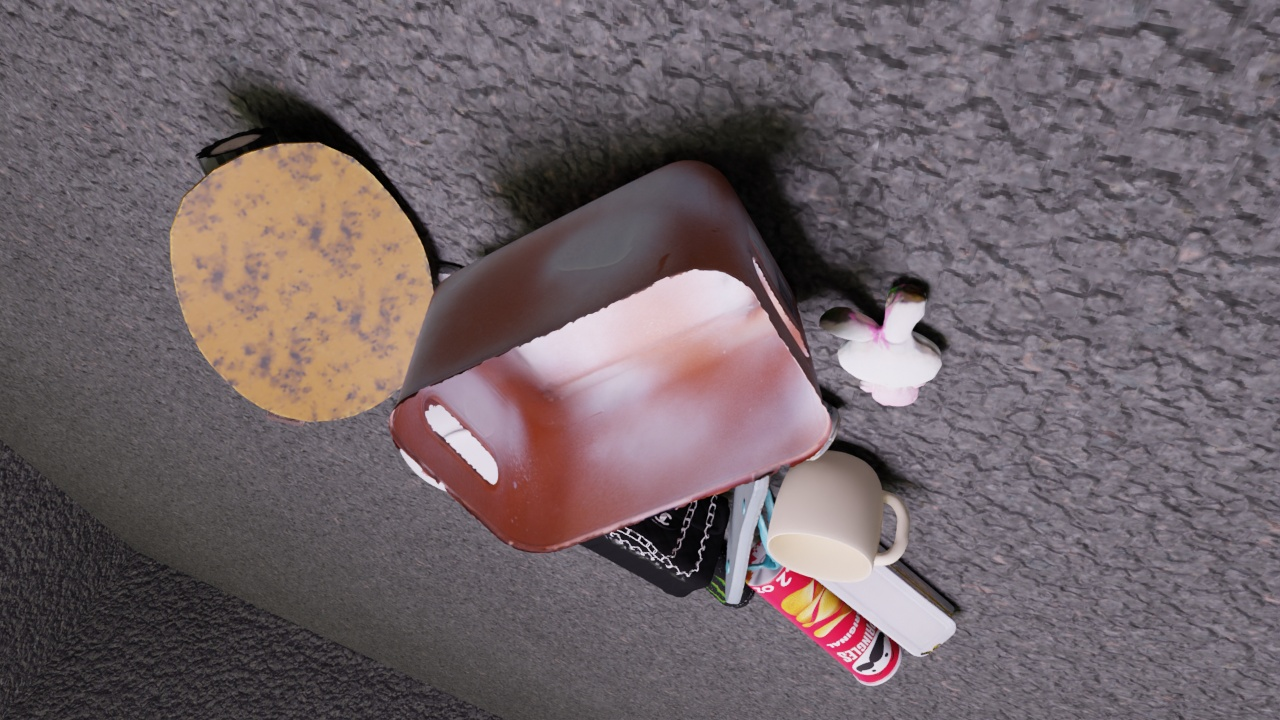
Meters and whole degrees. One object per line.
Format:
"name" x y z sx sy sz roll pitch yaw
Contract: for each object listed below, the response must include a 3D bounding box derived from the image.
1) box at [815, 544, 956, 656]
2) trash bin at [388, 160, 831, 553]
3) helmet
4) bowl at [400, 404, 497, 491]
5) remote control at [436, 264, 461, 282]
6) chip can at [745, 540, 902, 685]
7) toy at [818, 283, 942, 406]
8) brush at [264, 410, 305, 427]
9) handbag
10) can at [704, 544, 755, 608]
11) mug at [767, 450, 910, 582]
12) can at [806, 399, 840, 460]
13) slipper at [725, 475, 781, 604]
"box" 0.250 0.232 0.969 0.210 0.069 0.067 39 127 -19
"trash bin" -0.022 -0.002 0.651 0.260 0.157 0.181 -25 127 19
"helmet" -0.312 -0.080 0.837 0.131 0.205 0.256 34 147 52
"bowl" -0.177 0.089 0.987 0.176 0.066 0.177 -2 127 -3
"remote control" -0.168 -0.045 0.914 0.033 0.013 0.137 15 148 22
"chip can" 0.211 0.289 1.058 0.220 0.069 0.069 43 146 -24
"toy" 0.181 -0.007 0.680 0.079 0.037 0.123 -4 138 23
"brush" -0.363 0.008 1.016 0.045 0.142 0.008 9 147 13
"handbag" 0.020 0.157 0.956 0.153 0.124 0.115 28 149 -4
"can" 0.085 0.245 1.105 0.054 0.053 0.137 -10 133 45
"mug" 0.182 0.136 0.829 0.120 0.099 0.096 9 147 18
"can" 0.102 0.030 0.778 0.135 0.054 0.054 33 149 -8
"slipper" 0.121 0.157 0.932 0.055 0.098 0.269 2 138 0
